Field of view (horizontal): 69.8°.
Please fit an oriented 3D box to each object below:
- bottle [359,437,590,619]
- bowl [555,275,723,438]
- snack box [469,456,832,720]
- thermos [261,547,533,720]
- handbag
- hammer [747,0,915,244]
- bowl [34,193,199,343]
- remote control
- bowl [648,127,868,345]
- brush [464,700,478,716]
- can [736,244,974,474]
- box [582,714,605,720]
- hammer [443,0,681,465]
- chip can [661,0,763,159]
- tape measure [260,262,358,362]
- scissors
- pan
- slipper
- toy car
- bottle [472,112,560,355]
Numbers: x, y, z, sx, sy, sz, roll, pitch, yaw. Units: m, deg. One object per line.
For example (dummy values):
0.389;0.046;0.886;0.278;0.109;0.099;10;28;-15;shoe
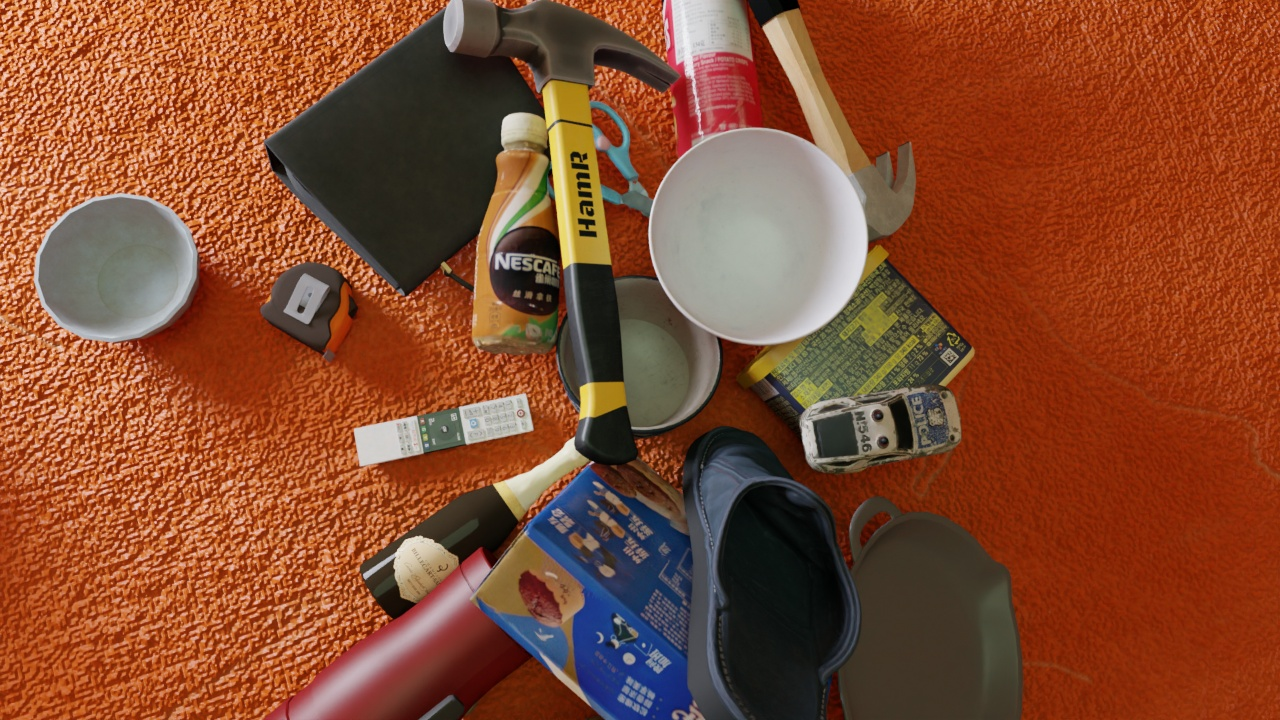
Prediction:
-0.103;0.106;0.635;0.184;0.045;0.045;-35;84;-11;bottle
-0.004;0.004;0.655;0.115;0.059;0.115;2;70;-7;bowl
0.019;0.159;0.574;0.203;0.154;0.069;40;112;5;snack box
-0.151;0.215;0.571;0.198;0.108;0.084;-39;111;-8;thermos
-0.134;-0.126;0.674;0.175;0.072;0.196;-43;99;-16;handbag
0.110;-0.240;0.680;0.130;0.039;0.328;-29;96;-37;hammer
-0.361;-0.060;0.647;0.106;0.039;0.106;1;78;-5;bowl
-0.141;0.050;0.660;0.124;0.012;0.028;-12;80;-8;remote control
0.074;-0.077;0.629;0.144;0.074;0.144;1;84;-5;bowl
-0.087;0.177;0.639;0.039;0.012;0.151;33;78;1;brush
0.156;0.002;0.668;0.135;0.075;0.104;-43;88;-12;can
-0.113;0.414;0.536;0.337;0.285;0.279;-27;81;32;box
-0.035;-0.091;0.619;0.169;0.034;0.324;0;76;-30;hammer
0.055;-0.226;0.706;0.073;0.073;0.232;-4;80;-7;chip can
-0.234;-0.040;0.656;0.058;0.038;0.058;30;77;1;tape measure
-0.017;-0.120;0.690;0.095;0.015;0.142;-42;98;-17;scissors
0.220;0.256;0.623;0.215;0.024;0.354;-29;95;-38;pan
0.087;0.112;0.554;0.109;0.265;0.084;34;115;-12;slipper
0.161;0.044;0.605;0.112;0.040;0.048;-9;85;-11;toy car
-0.085;-0.089;0.644;0.059;0.059;0.167;3;84;-5;bottle
